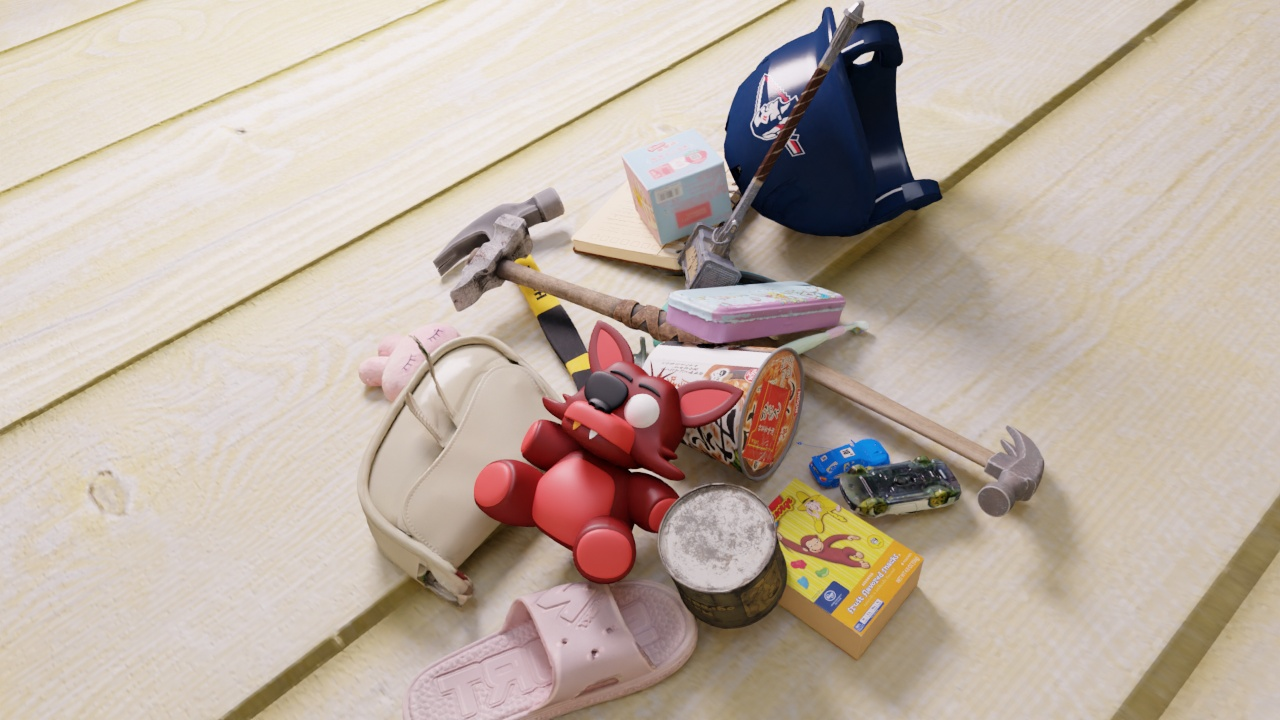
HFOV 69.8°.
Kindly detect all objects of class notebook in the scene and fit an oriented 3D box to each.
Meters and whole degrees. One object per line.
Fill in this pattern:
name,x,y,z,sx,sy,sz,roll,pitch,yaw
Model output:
notebook,0.041,-0.193,1.123,0.168,0.024,0.224,15,49,30

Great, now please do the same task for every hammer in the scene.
hammer,-0.115,-0.068,1.024,0.169,0.034,0.324,-27,52,-7
hammer,-0.047,-0.061,0.961,0.319,0.049,0.121,20,61,19
hammer,0.217,0.040,0.867,0.331,0.031,0.119,28,33,34
hammer,0.130,-0.201,0.907,0.044,0.323,0.098,21,30,-15

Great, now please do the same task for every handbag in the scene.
handbag,-0.161,0.079,0.833,0.184,0.132,0.228,28,56,21

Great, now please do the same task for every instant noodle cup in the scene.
instant noodle cup,0.070,0.036,0.853,0.122,0.124,0.123,15,49,32

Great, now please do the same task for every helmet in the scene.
helmet,0.202,-0.254,1.008,0.223,0.272,0.232,-11,77,3

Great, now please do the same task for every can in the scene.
can,0.065,0.152,0.710,0.090,0.075,0.089,-8,52,11

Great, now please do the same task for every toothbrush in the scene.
toothbrush,0.177,-0.019,0.919,0.154,0.015,0.022,-17,12,-38

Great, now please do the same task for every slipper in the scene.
slipper,-0.073,0.226,0.715,0.239,0.064,0.094,-20,47,-10

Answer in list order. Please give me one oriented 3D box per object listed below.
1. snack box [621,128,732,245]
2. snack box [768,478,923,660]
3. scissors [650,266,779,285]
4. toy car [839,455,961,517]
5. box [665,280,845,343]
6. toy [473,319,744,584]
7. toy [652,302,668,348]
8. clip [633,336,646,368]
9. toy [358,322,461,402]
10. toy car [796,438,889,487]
snack box,0.042,-0.199,1.047,0.093,0.079,0.094,-22,43,-7
snack box,0.152,0.169,0.757,0.126,0.040,0.088,31,57,32
scissors,0.082,-0.087,1.031,0.136,0.019,0.138,-15,46,-9
toy car,0.226,0.114,0.804,0.105,0.033,0.048,-6,40,-11
box,0.119,-0.052,0.911,0.213,0.033,0.076,-9,26,-44
toy,-0.027,0.074,0.771,0.158,0.120,0.197,26,78,26
toy,0.060,-0.037,0.978,0.105,0.033,0.085,-20,57,-13
clip,-0.005,0.006,0.950,0.044,0.023,0.076,-5,48,0
toy,-0.245,0.001,0.969,0.105,0.053,0.108,1,46,29
toy car,0.182,0.080,0.825,0.092,0.062,0.033,-18,46,-10
